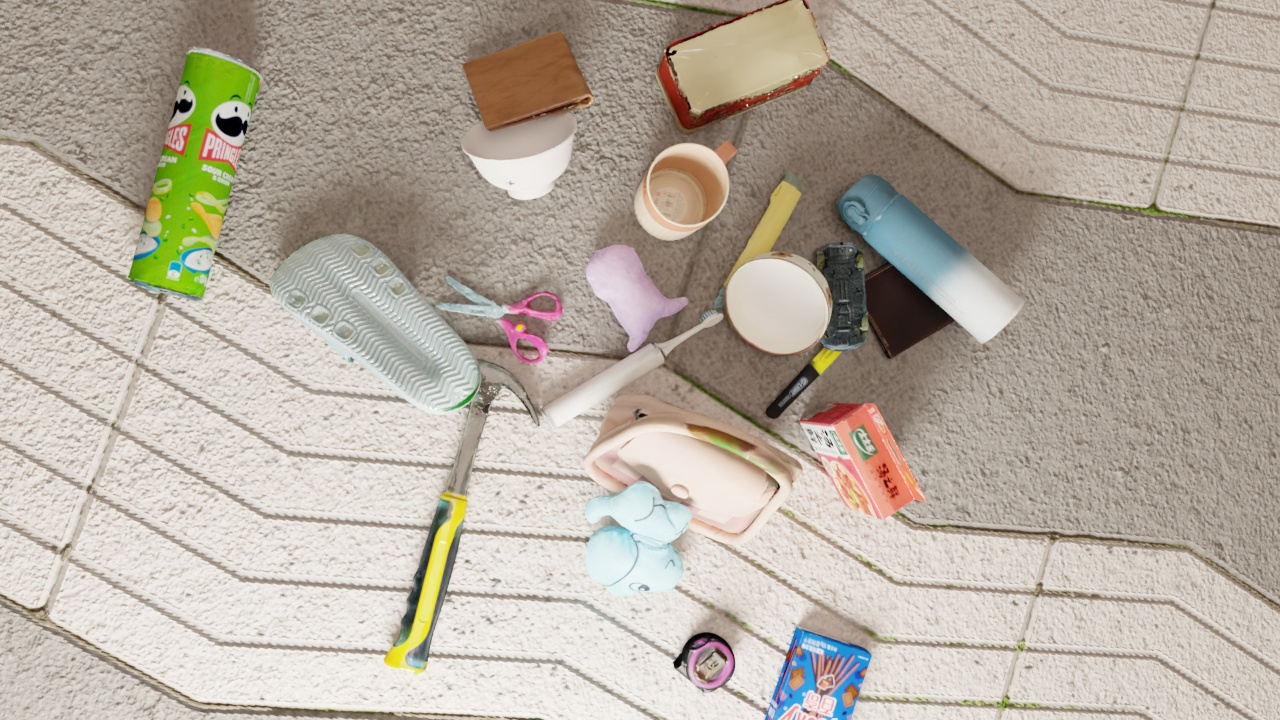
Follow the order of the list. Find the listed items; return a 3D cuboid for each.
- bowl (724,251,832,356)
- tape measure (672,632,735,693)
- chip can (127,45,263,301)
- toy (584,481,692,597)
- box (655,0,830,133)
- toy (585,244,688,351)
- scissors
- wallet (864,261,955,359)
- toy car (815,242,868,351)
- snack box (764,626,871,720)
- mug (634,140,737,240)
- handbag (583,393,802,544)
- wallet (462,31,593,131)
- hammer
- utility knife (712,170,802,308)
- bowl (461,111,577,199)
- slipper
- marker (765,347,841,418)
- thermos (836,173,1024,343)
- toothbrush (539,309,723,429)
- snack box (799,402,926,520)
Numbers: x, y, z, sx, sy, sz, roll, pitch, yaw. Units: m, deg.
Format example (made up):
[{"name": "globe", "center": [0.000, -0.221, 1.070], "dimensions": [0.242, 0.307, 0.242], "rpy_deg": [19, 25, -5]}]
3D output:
[{"name": "bowl", "center": [0.151, -0.068, 0.974], "dimensions": [0.113, 0.114, 0.062], "rpy_deg": [45, 40, -5]}, {"name": "tape measure", "center": [0.071, 0.319, 0.972], "dimensions": [0.057, 0.039, 0.058], "rpy_deg": [44, 83, -5]}, {"name": "chip can", "center": [-0.433, -0.179, 0.894], "dimensions": [0.072, 0.072, 0.236], "rpy_deg": [14, 87, -8]}, {"name": "toy", "center": [-0.006, 0.190, 0.932], "dimensions": [0.161, 0.049, 0.157], "rpy_deg": [33, 122, -28]}, {"name": "box", "center": [0.110, -0.314, 0.975], "dimensions": [0.168, 0.079, 0.091], "rpy_deg": [-24, 91, -8]}, {"name": "toy", "center": [-0.010, -0.076, 0.970], "dimensions": [0.083, 0.039, 0.108], "rpy_deg": [-39, 92, -8]}, {"name": "scissors", "center": [-0.145, -0.059, 0.963], "dimensions": [0.137, 0.017, 0.096], "rpy_deg": [35, 85, -2]}, {"name": "wallet", "center": [0.307, -0.072, 1.029], "dimensions": [0.122, 0.020, 0.096], "rpy_deg": [-29, 88, -7]}, {"name": "toy car", "center": [0.219, -0.070, 1.003], "dimensions": [0.054, 0.037, 0.120], "rpy_deg": [-2, 78, 10]}, {"name": "snack box", "center": [0.185, 0.377, 0.994], "dimensions": [0.084, 0.026, 0.157], "rpy_deg": [20, 86, -8]}, {"name": "mug", "center": [0.050, -0.181, 0.948], "dimensions": [0.114, 0.106, 0.081], "rpy_deg": [-44, 95, -7]}, {"name": "handbag", "center": [0.062, 0.095, 0.877], "dimensions": [0.193, 0.235, 0.093], "rpy_deg": [27, 70, -8]}, {"name": "wallet", "center": [-0.118, -0.288, 0.948], "dimensions": [0.115, 0.020, 0.101], "rpy_deg": [-18, 61, -6]}, {"name": "hammer", "center": [-0.193, 0.158, 0.941], "dimensions": [0.126, 0.032, 0.323], "rpy_deg": [15, 86, -7]}, {"name": "utility knife", "center": [0.130, -0.129, 1.004], "dimensions": [0.031, 0.019, 0.173], "rpy_deg": [31, 83, -2]}, {"name": "bowl", "center": [-0.117, -0.205, 0.938], "dimensions": [0.118, 0.118, 0.065], "rpy_deg": [-18, 130, -9]}, {"name": "slipper", "center": [-0.256, -0.034, 0.913], "dimensions": [0.245, 0.074, 0.104], "rpy_deg": [39, 75, 11]}, {"name": "marker", "center": [0.183, 0.018, 1.009], "dimensions": [0.018, 0.015, 0.124], "rpy_deg": [45, 82, 2]}, {"name": "thermos", "center": [0.308, -0.113, 0.992], "dimensions": [0.220, 0.070, 0.070], "rpy_deg": [42, 83, 5]}, {"name": "toothbrush", "center": [-0.006, 0.006, 0.975], "dimensions": [0.221, 0.026, 0.027], "rpy_deg": [-31, 135, -8]}, {"name": "snack box", "center": [0.228, 0.103, 0.957], "dimensions": [0.044, 0.127, 0.113], "rpy_deg": [-29, 92, -9]}]
